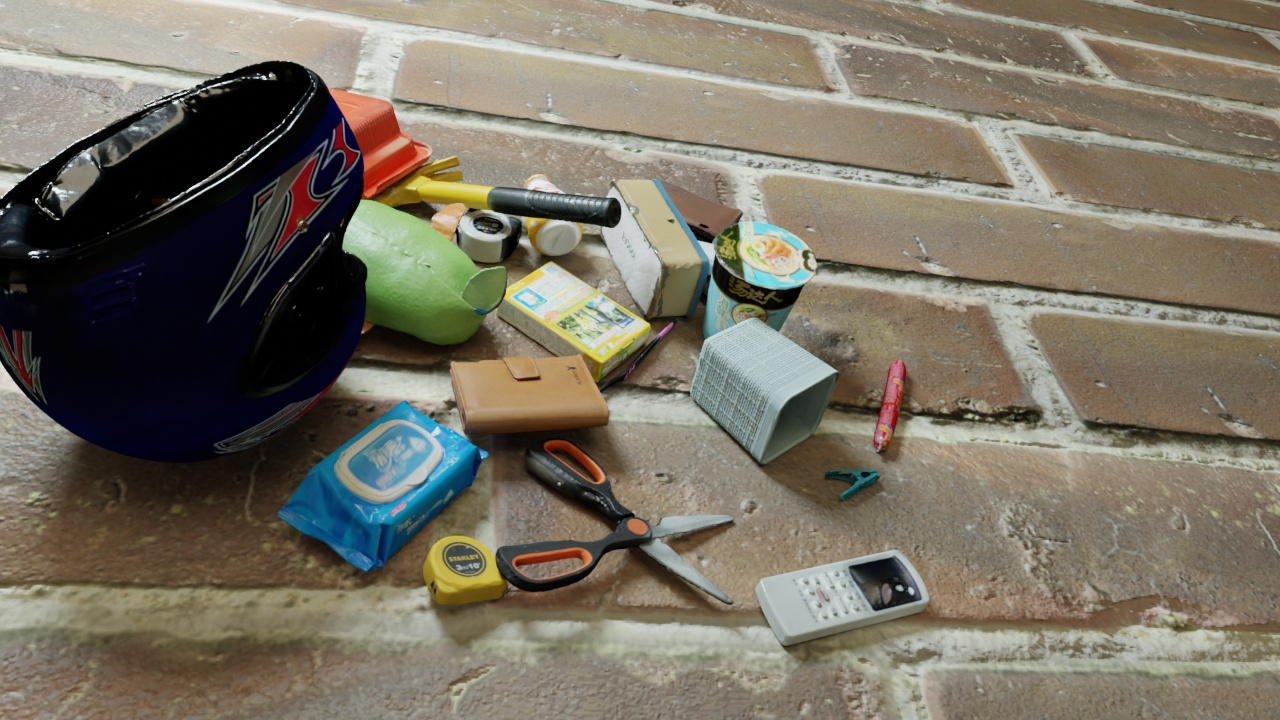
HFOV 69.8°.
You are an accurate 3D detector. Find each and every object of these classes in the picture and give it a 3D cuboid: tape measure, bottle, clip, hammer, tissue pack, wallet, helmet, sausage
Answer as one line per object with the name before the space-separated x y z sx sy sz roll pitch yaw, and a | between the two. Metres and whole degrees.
tape measure | -0.173 -0.140 1.030 0.066 0.034 0.065 18 40 5
bottle | -0.107 -0.171 1.060 0.063 0.063 0.108 -4 45 -21
clip | 0.207 0.116 0.885 0.054 0.013 0.034 -8 48 -21
hammer | -0.158 -0.177 1.007 0.301 0.033 0.128 12 40 26
tissue pack | -0.206 0.098 0.750 0.095 0.052 0.156 30 44 16
wallet | -0.105 0.030 0.852 0.131 0.031 0.107 -2 31 -19
helmet | -0.337 -0.063 0.736 0.248 0.241 0.314 13 48 26
sausage | 0.266 0.046 0.973 0.020 0.020 0.155 22 43 7
tape measure | -0.140 0.166 0.715 0.060 0.029 0.057 3 37 -39
wallet | 0.060 -0.185 1.146 0.124 0.032 0.101 24 35 5

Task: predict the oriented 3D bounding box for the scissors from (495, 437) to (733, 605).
scissors | -0.025 0.141 0.776 0.234 0.022 0.221 -11 44 -38

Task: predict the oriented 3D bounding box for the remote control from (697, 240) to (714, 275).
remote control | 0.104 -0.114 1.083 0.136 0.020 0.055 11 33 -15

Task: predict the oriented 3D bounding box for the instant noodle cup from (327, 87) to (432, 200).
instant noodle cup | -0.352 -0.250 1.044 0.189 0.079 0.164 16 38 15

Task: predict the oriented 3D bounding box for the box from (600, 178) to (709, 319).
box | 0.014 -0.124 1.029 0.061 0.090 0.184 -8 49 -25

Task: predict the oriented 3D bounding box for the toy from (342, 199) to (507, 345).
toy | -0.254 -0.094 0.914 0.247 0.090 0.226 32 64 7

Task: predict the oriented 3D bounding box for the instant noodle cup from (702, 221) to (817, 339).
instant noodle cup | 0.117 -0.066 0.973 0.111 0.121 0.111 7 42 -7

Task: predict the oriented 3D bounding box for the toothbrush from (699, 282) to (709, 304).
toothbrush | 0.037 -0.125 1.095 0.014 0.016 0.189 -15 47 -27

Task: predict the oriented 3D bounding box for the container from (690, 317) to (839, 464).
container | 0.117 0.024 0.901 0.090 0.090 0.111 -25 53 -36

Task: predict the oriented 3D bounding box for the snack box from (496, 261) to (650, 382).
snack box | -0.070 -0.043 0.958 0.140 0.034 0.086 32 44 19

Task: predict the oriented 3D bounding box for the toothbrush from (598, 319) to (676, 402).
toothbrush | -0.006 0.006 0.940 0.018 0.014 0.188 37 45 8

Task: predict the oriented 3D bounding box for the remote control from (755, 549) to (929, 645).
remote control | 0.173 0.199 0.780 0.149 0.021 0.058 -7 47 -22
